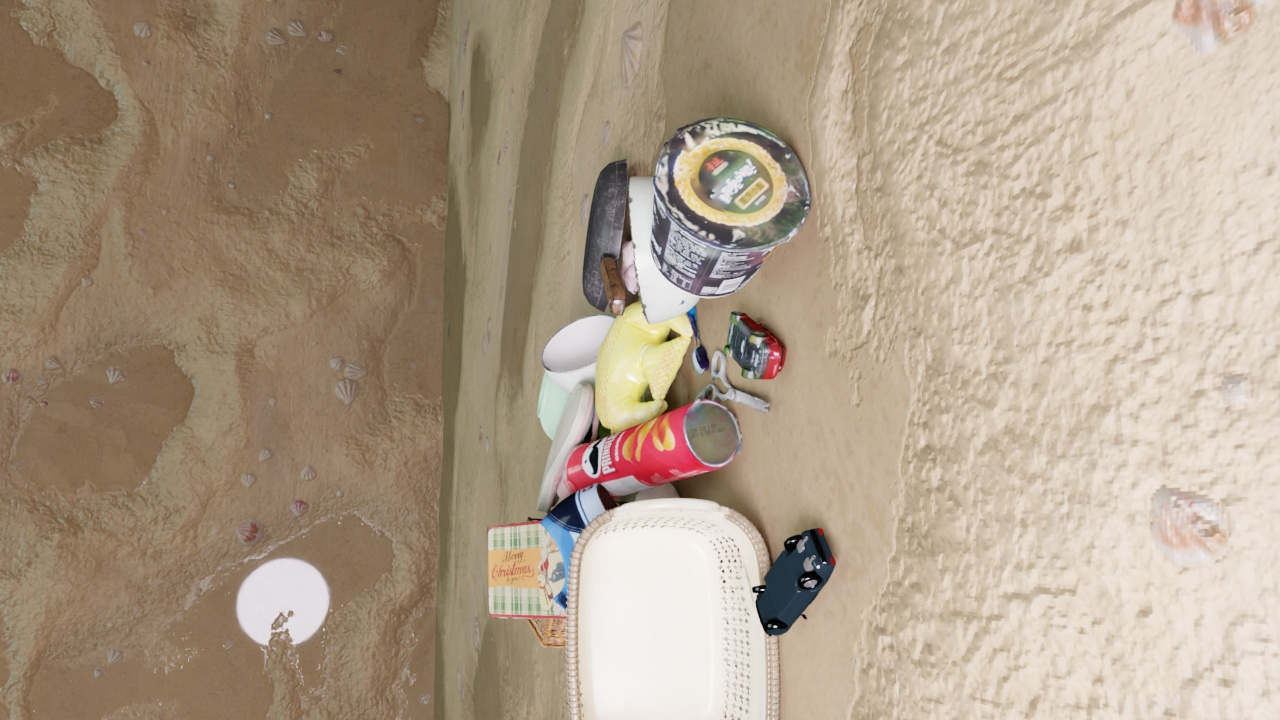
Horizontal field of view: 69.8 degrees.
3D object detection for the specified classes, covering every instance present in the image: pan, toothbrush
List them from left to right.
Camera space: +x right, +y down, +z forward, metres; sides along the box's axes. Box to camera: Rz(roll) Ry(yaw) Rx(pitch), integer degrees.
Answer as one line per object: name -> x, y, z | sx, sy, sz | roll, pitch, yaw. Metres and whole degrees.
pan -> -0.044, -0.133, 1.149 | 0.356, 0.040, 0.208 | -97, 16, -65
toothbrush -> 0.050, -0.065, 1.011 | 0.017, 0.016, 0.188 | 122, 145, -48

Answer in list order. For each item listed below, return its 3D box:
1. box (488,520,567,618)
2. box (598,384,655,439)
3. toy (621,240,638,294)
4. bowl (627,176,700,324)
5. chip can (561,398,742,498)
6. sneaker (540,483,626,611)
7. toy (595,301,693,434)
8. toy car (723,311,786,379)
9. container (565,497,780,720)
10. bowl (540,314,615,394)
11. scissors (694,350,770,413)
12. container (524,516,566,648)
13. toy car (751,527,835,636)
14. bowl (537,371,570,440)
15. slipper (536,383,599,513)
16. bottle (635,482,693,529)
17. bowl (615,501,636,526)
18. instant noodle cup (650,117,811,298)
box -> -0.109, 0.246, 1.081 | 0.206, 0.049, 0.117 | -15, 71, 48
box -> -0.025, 0.098, 1.160 | 0.188, 0.044, 0.140 | 123, 166, -53
toy -> 0.000, -0.127, 1.119 | 0.109, 0.047, 0.064 | -96, 24, -46
bowl -> 0.033, -0.117, 0.943 | 0.153, 0.073, 0.153 | -6, -91, -84
chip can -> 0.006, 0.099, 0.956 | 0.234, 0.073, 0.073 | -27, 62, 53
sneaker -> -0.027, 0.253, 0.949 | 0.241, 0.098, 0.083 | 60, -171, 7
toy -> -0.006, 0.006, 1.054 | 0.155, 0.064, 0.170 | 6, 74, 54
toy car -> 0.101, -0.013, 0.830 | 0.091, 0.036, 0.042 | -132, 47, -62
container -> 0.021, 0.252, 0.825 | 0.143, 0.184, 0.246 | 130, 140, -75
bowl -> -0.064, 0.001, 1.193 | 0.066, 0.116, 0.116 | 64, 179, -34
scissors -> 0.088, 0.041, 0.896 | 0.170, 0.014, 0.095 | -115, 35, -58
container -> -0.091, 0.291, 1.213 | 0.198, 0.113, 0.113 | -156, 76, -67
toy car -> 0.124, 0.180, 0.742 | 0.046, 0.034, 0.112 | -106, 28, -42
bowl -> -0.102, 0.054, 1.295 | 0.151, 0.077, 0.151 | -171, 91, -79
slipper -> -0.087, 0.121, 1.179 | 0.275, 0.054, 0.114 | 117, 167, -56
bottle -> 0.034, 0.190, 0.970 | 0.146, 0.051, 0.051 | -114, 33, -52
bowl -> -0.005, 0.219, 1.058 | 0.112, 0.061, 0.112 | -178, 90, -70
instant noodle cup -> 0.067, -0.126, 0.816 | 0.112, 0.137, 0.137 | 112, 154, -62
